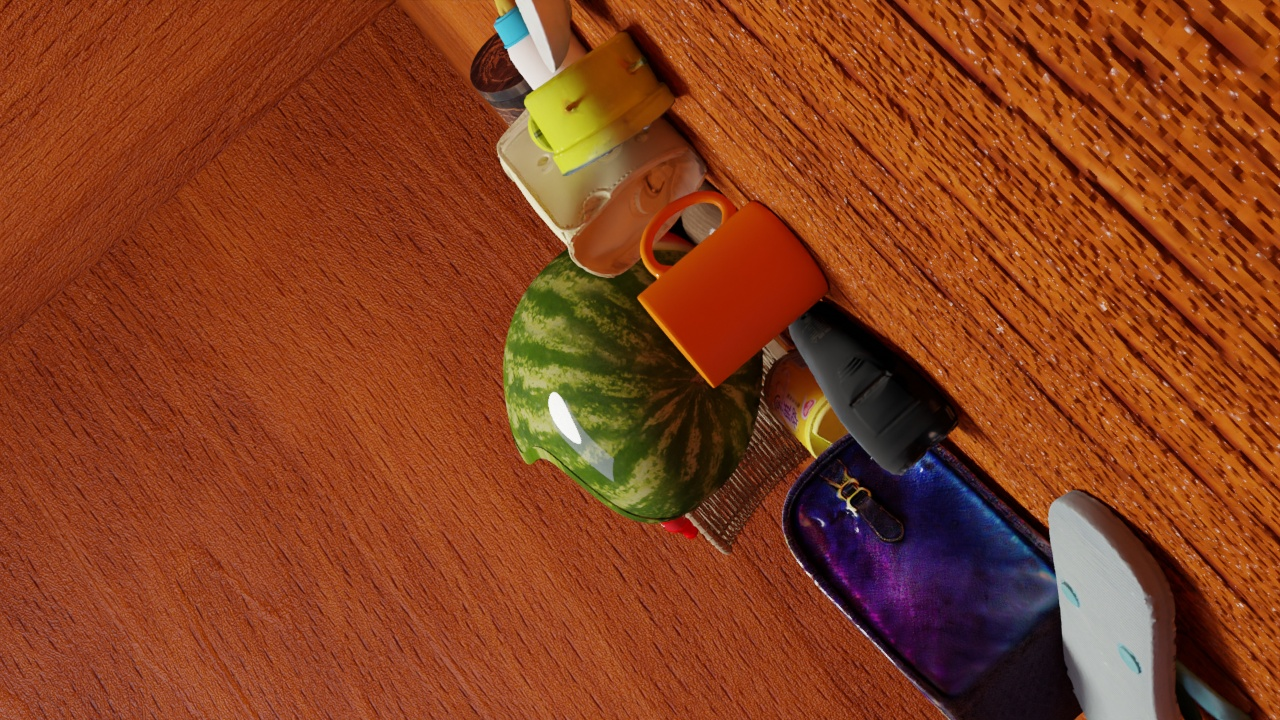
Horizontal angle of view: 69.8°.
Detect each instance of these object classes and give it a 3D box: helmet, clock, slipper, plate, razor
[{"bbox_3d":[-0.005,0.005,0.804,0.247,0.212,0.243,-153,63,-61],"label":"helmet"},{"bbox_3d":[-0.028,-0.156,0.565,0.057,0.083,0.119,55,176,-17],"label":"clock"},{"bbox_3d":[0.268,0.161,0.487,0.269,0.054,0.098,62,177,-30],"label":"slipper"},{"bbox_3d":[-0.064,-0.231,0.559,0.104,0.026,0.104,152,93,-88],"label":"plate"},{"bbox_3d":[0.139,0.011,0.576,0.067,0.054,0.151,38,-167,-35],"label":"razor"}]

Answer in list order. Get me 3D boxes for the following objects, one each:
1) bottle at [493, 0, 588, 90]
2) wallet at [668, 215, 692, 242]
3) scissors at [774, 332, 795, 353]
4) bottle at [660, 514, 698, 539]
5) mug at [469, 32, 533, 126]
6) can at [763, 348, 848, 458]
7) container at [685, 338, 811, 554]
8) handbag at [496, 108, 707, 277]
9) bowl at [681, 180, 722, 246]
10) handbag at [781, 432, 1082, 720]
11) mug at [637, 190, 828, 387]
[{"bbox_3d":[-0.069,-0.231,0.696,0.146,0.051,0.051,49,-179,-27],"label":"bottle"},{"bbox_3d":[0.017,-0.146,0.823,0.120,0.031,0.099,45,176,16],"label":"wallet"},{"bbox_3d":[0.151,-0.004,0.893,0.064,0.013,0.128,43,-172,-50],"label":"scissors"},{"bbox_3d":[0.036,0.180,1.081,0.119,0.036,0.036,48,-178,-44],"label":"bottle"},{"bbox_3d":[-0.077,-0.234,0.824,0.116,0.080,0.107,18,163,34],"label":"mug"},{"bbox_3d":[0.149,0.037,0.752,0.067,0.067,0.105,49,-178,-25],"label":"can"},{"bbox_3d":[0.103,0.077,1.076,0.227,0.196,0.227,50,-179,-1],"label":"container"},{"bbox_3d":[-0.030,-0.138,0.647,0.119,0.111,0.081,52,-166,32],"label":"handbag"},{"bbox_3d":[0.066,-0.088,0.707,0.118,0.030,0.118,50,-179,-1],"label":"bowl"},{"bbox_3d":[0.208,0.156,0.654,0.205,0.125,0.222,47,-179,-43],"label":"handbag"},{"bbox_3d":[0.048,-0.055,0.594,0.112,0.096,0.077,50,-179,9],"label":"mug"}]
